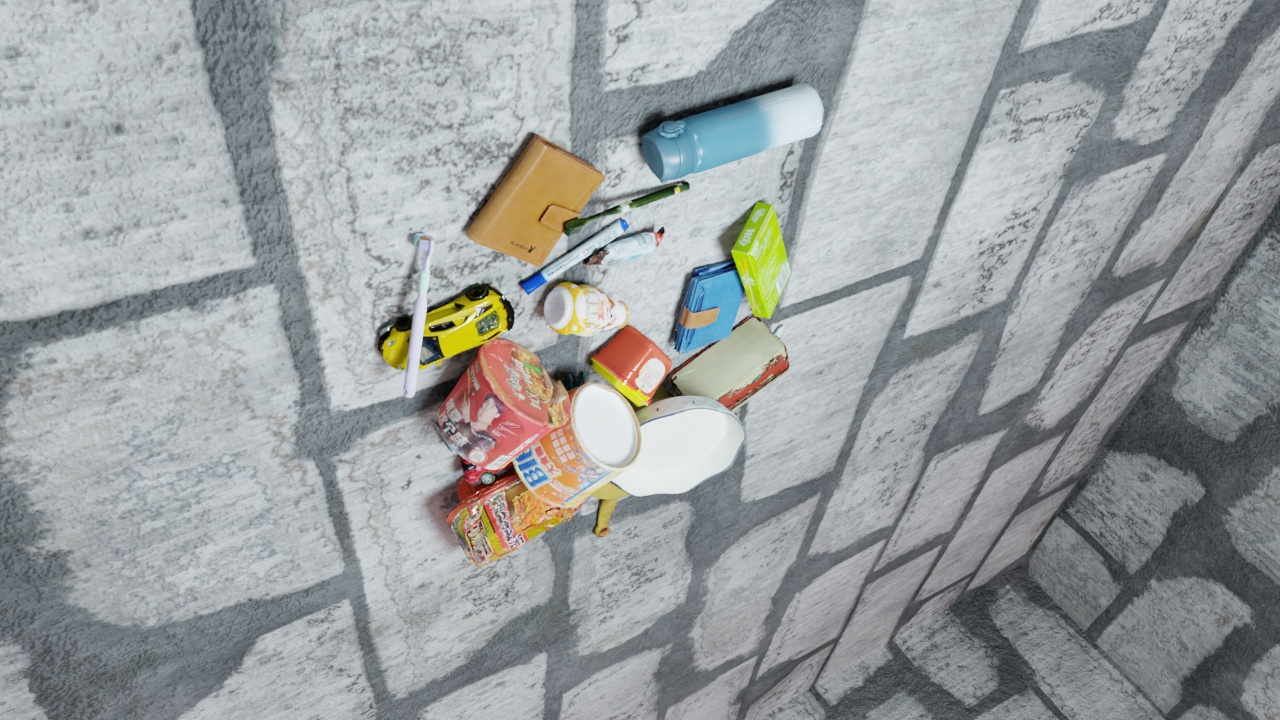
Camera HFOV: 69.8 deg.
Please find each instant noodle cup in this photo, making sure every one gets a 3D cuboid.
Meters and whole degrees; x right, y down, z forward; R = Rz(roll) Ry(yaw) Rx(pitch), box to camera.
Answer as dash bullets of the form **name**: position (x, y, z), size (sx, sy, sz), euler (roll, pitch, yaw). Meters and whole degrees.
- **instant noodle cup**: position (-0.078, 0.103, 1.190), size (0.112, 0.151, 0.151), euler (-29, 155, 38)
- **instant noodle cup**: position (-0.180, 0.195, 1.291), size (0.188, 0.079, 0.165), euler (-27, 145, -14)
- **instant noodle cup**: position (-0.170, 0.058, 1.106), size (0.109, 0.138, 0.137), euler (-44, 146, 22)

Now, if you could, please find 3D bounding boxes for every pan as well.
- **pan**: position (-0.035, 0.176, 1.432), size (0.197, 0.078, 0.358), euler (-15, 133, -25)

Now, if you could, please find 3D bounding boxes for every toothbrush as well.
- **toothbrush**: position (-0.239, -0.043, 0.979), size (0.021, 0.029, 0.189), euler (-22, 131, -50)
- **toothbrush**: position (0.181, 0.021, 1.472), size (0.016, 0.018, 0.192), euler (3, 128, -43)
- **toothbrush**: position (-0.013, -0.176, 1.057), size (0.185, 0.012, 0.017), euler (-26, 156, -34)

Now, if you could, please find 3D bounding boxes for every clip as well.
- **clip**: position (-0.091, 0.038, 1.253), size (0.041, 0.014, 0.056), euler (-14, 137, -30)
- **clip**: position (-0.246, 0.091, 1.166), size (0.028, 0.024, 0.057), euler (-27, 137, -23)

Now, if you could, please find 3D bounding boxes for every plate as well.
- **plate**: position (0.047, 0.121, 1.315), size (0.204, 0.045, 0.205), euler (-10, 141, -9)

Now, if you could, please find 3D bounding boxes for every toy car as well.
- **toy car**: position (-0.184, 0.123, 1.229), size (0.120, 0.053, 0.045), euler (-24, 120, -13)
- **toy car**: position (-0.218, -0.032, 1.036), size (0.155, 0.041, 0.071), euler (-24, 141, -17)

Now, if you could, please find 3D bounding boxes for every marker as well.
- **marker**: position (-0.077, -0.123, 1.081), size (0.145, 0.017, 0.017), euler (-34, 145, -6)

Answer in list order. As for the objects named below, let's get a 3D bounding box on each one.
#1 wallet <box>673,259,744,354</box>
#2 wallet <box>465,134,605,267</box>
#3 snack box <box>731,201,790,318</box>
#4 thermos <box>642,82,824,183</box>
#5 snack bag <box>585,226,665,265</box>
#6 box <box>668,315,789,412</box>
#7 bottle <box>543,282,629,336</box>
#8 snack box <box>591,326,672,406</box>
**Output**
- **wallet**: position (0.099, -0.075, 1.276), size (0.106, 0.040, 0.133), euler (-19, 139, -32)
- **wallet**: position (-0.111, -0.168, 0.988), size (0.107, 0.031, 0.132), euler (19, 118, -49)
- **snack box**: position (0.167, -0.134, 1.247), size (0.085, 0.026, 0.156), euler (-63, 151, -20)
- **thermos**: position (0.106, -0.260, 1.047), size (0.220, 0.070, 0.070), euler (-22, 142, -23)
- **snack bag**: position (-0.016, -0.134, 1.111), size (0.105, 0.026, 0.045), euler (-21, 177, -26)
- **box**: position (0.132, 0.015, 1.358), size (0.168, 0.091, 0.079), euler (-36, 149, -4)
- **bottle**: position (-0.063, -0.060, 1.123), size (0.108, 0.063, 0.063), euler (4, 127, -44)
- **snack box**: position (-0.007, 0.007, 1.237), size (0.080, 0.082, 0.091), euler (-49, 146, -2)
